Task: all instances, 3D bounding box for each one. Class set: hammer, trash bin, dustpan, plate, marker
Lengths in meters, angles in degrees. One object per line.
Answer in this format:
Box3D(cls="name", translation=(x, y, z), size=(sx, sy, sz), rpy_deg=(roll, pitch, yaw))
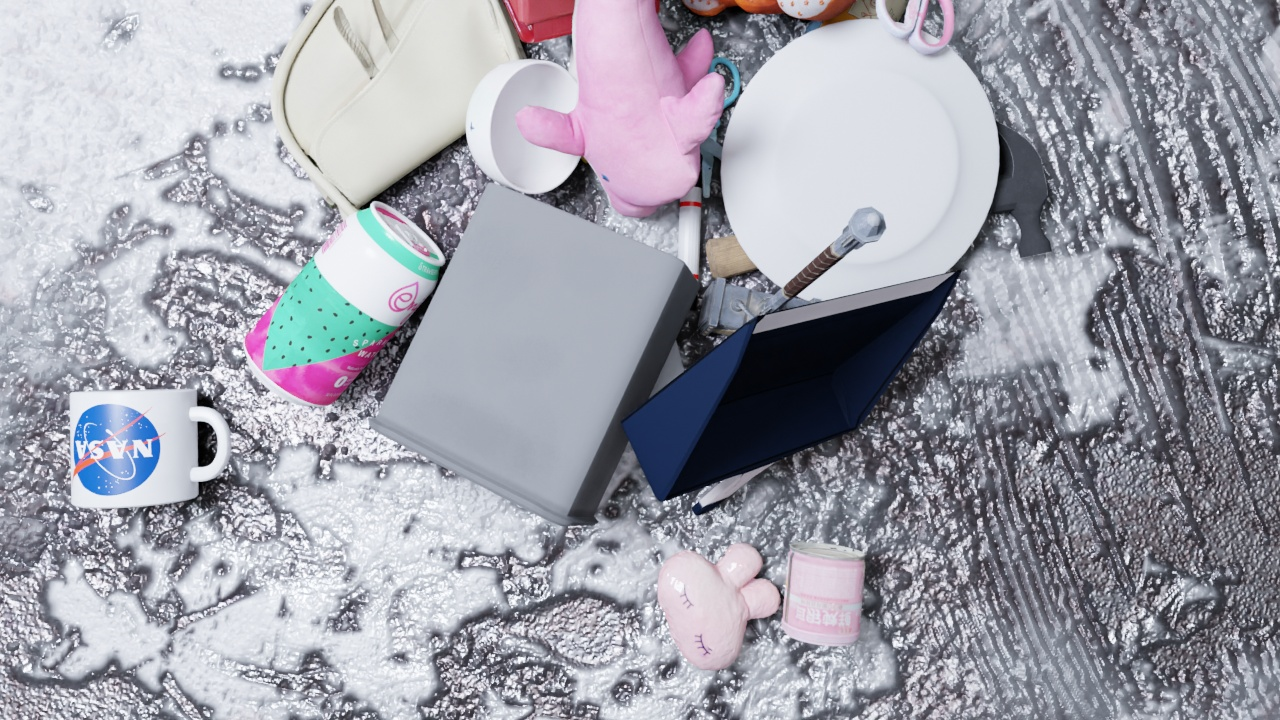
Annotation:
Box3D(cls="hammer", translation=(0.209, -0.128, 0.820), size=(0.305, 0.040, 0.132), rpy_deg=(-13, 94, -3))
Box3D(cls="trash bin", translation=(-0.083, -0.004, 0.749), size=(0.192, 0.097, 0.219), rpy_deg=(24, 87, 16))
Box3D(cls="dustpan", translation=(0.107, 0.044, 0.727), size=(0.235, 0.274, 0.080), rpy_deg=(-14, 73, -38))
Box3D(cls="plate", translation=(0.190, -0.163, 0.780), size=(0.242, 0.016, 0.243), rpy_deg=(-1, 103, -4))
Box3D(cls="hammer", translation=(0.116, -0.056, 0.668), size=(0.098, 0.322, 0.044), rpy_deg=(12, 81, -3))
Box3D(cls="marker", translation=(0.044, -0.118, 0.817), size=(0.019, 0.019, 0.145), rpy_deg=(2, 90, -3))

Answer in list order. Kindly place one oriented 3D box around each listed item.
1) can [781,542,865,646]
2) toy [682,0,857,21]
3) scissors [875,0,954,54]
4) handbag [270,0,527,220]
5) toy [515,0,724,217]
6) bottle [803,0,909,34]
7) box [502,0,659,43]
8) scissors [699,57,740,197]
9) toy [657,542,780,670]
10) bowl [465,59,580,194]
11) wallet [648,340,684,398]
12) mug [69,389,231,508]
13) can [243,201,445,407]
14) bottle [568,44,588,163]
Box3D(cls="can", translation=(0.159, 0.202, 0.799), size=(0.067, 0.067, 0.076), rpy_deg=(5, 89, -3))
Box3D(cls="toy", translation=(0.114, -0.352, 0.764), size=(0.173, 0.092, 0.163), rpy_deg=(16, 82, 33))
Box3D(cls="scissors", translation=(0.241, -0.335, 0.771), size=(0.076, 0.017, 0.173), rpy_deg=(23, 71, -15))
Box3D(cls="handbag", translation=(-0.202, -0.237, 0.755), size=(0.229, 0.132, 0.184), rpy_deg=(-38, 99, -1))
Box3D(cls="toy", translation=(0.006, -0.211, 0.701), size=(0.186, 0.266, 0.128), rpy_deg=(-33, 48, -22))
Box3D(cls="bottle", translation=(0.201, -0.322, 0.803), size=(0.068, 0.068, 0.157), rpy_deg=(29, 88, -3))
Box3D(cls="box", translation=(-0.062, -0.342, 0.751), size=(0.129, 0.087, 0.158), rpy_deg=(-17, 63, -14))
Box3D(cls="scissors", translation=(0.043, -0.208, 0.812), size=(0.126, 0.015, 0.136), rpy_deg=(2, 73, 2))
Box3D(cls="toy", translation=(0.069, 0.209, 0.805), size=(0.105, 0.053, 0.108), rpy_deg=(-27, 90, -18))
Box3D(cls="bowl", translation=(-0.098, -0.192, 0.750), size=(0.054, 0.104, 0.105), rpy_deg=(21, 88, 39))
Box3D(cls="wallet", translation=(-0.005, 0.005, 0.807), size=(0.086, 0.032, 0.116), rpy_deg=(-11, 82, -4))
Box3D(cls="mug", translation=(-0.399, 0.070, 0.755), size=(0.121, 0.091, 0.090), rpy_deg=(-1, 90, -4))
Box3D(cls="can", translation=(-0.242, -0.044, 0.751), size=(0.088, 0.088, 0.166), rpy_deg=(43, 100, -2))
Box3D(cls="bottle", translation=(-0.038, -0.244, 0.797), size=(0.051, 0.051, 0.146), rpy_deg=(7, 89, -3))
